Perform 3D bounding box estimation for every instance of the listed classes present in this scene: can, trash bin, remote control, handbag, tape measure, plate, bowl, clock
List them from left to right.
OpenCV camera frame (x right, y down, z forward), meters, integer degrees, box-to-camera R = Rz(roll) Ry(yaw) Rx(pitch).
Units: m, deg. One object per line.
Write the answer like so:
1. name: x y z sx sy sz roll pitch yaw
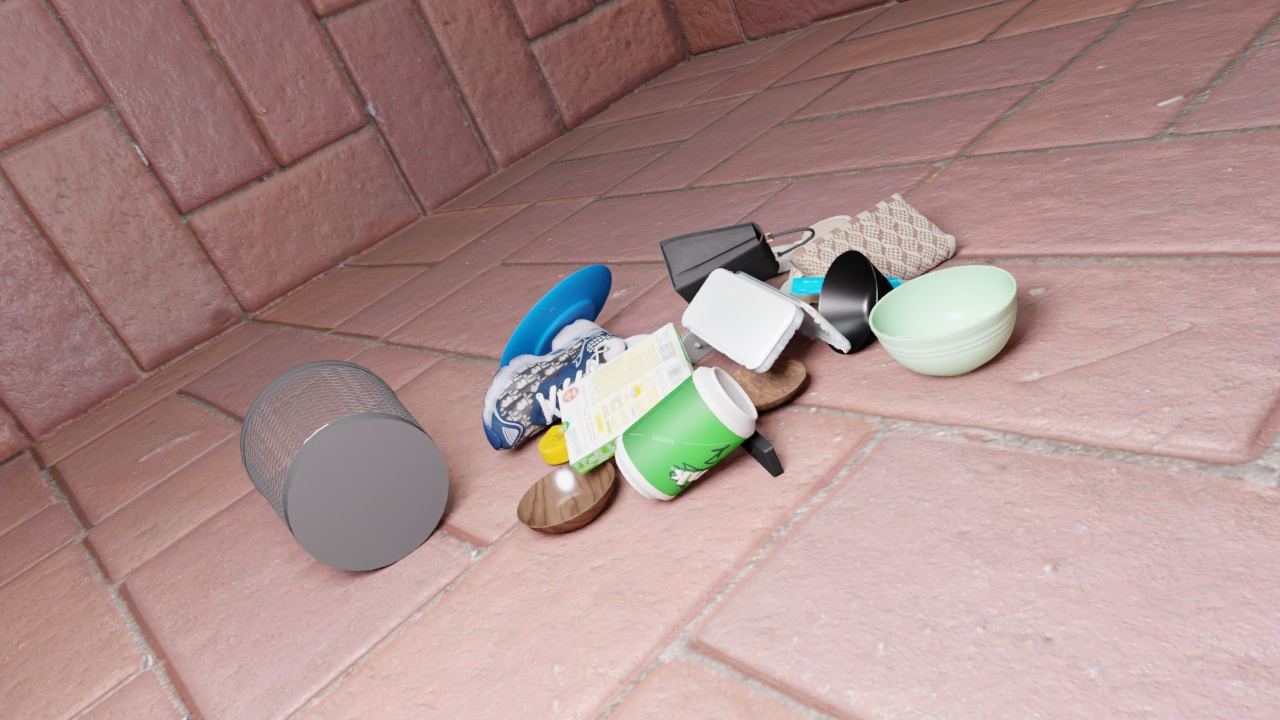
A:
1. trash bin: -0.370 0.131 1.158 0.217 0.218 0.227 -34 29 -20
2. plate: -0.116 -0.047 1.358 0.224 0.024 0.225 -43 -16 -16
3. tape measure: -0.097 0.107 1.156 0.068 0.030 0.058 -9 28 38
4. bowl: -0.077 0.158 1.024 0.119 0.032 0.119 -21 23 9
5. clock: -0.007 0.007 1.173 0.122 0.095 0.035 6 46 -20
6. can: 0.047 0.077 0.958 0.140 0.088 0.087 -41 19 17
7. remote control: 0.113 0.081 0.995 0.013 0.034 0.150 -28 23 -7
8. handbag: 0.148 -0.144 1.275 0.196 0.072 0.175 -20 -14 12
9. remote control: 0.187 -0.149 1.419 0.114 0.028 0.060 -13 26 27
10. bowl: 0.145 0.034 1.073 0.102 0.026 0.114 -30 23 -13
11. bowl: 0.270 -0.068 1.102 0.052 0.124 0.124 3 15 -20
12. handbag: 0.305 -0.139 1.213 0.185 0.047 0.124 -29 55 -11
13. bowl: 0.326 -0.033 0.970 0.151 0.077 0.150 -21 23 9

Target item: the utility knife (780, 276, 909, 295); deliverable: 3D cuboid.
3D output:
1. utility knife: 0.285 -0.091 1.144 0.221 0.015 0.031 1 60 18

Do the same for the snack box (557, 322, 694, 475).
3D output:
1. snack box: -0.015 0.042 1.058 0.168 0.027 0.131 -32 36 11

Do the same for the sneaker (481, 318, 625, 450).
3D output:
1. sneaker: -0.094 0.033 1.242 0.133 0.103 0.268 5 33 39

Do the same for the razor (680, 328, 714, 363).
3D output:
1. razor: 0.117 -0.023 1.213 0.088 0.047 0.116 -37 34 -26

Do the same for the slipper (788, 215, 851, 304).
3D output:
1. slipper: 0.270 -0.161 1.334 0.115 0.052 0.262 -17 24 22

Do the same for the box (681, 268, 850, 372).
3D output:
1. box: 0.148 -0.036 1.128 0.105 0.129 0.210 -54 24 4
